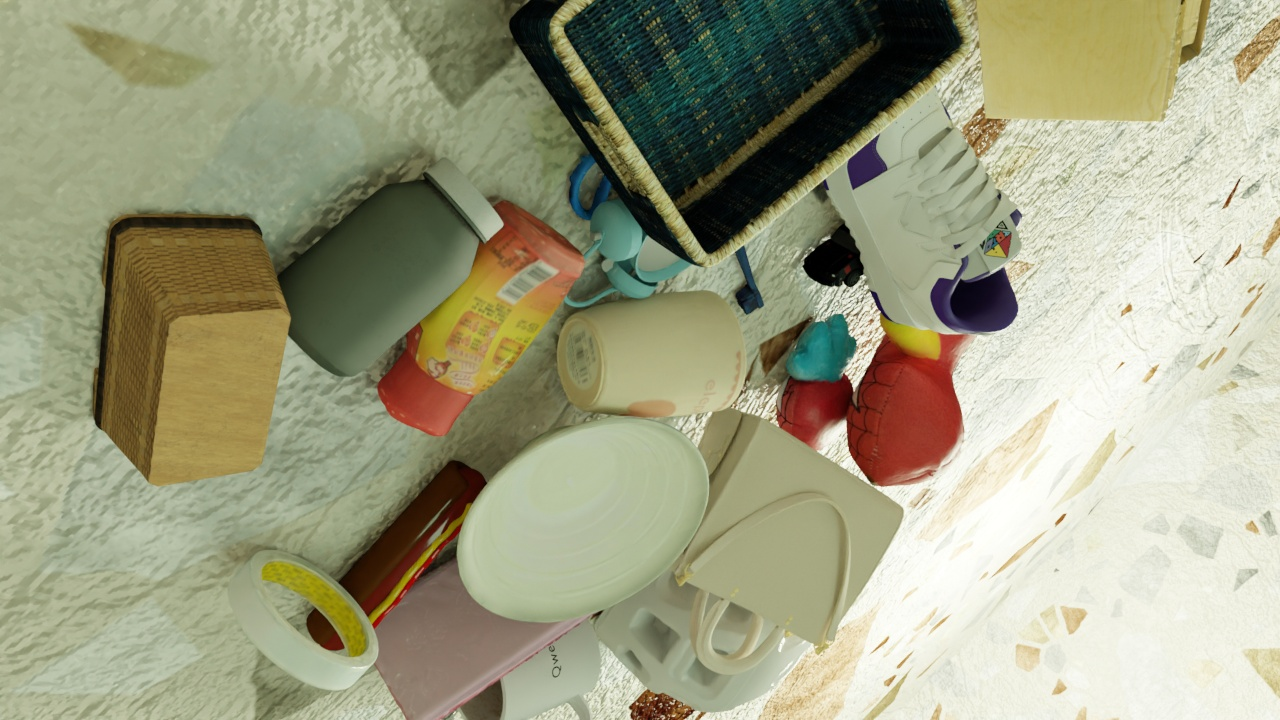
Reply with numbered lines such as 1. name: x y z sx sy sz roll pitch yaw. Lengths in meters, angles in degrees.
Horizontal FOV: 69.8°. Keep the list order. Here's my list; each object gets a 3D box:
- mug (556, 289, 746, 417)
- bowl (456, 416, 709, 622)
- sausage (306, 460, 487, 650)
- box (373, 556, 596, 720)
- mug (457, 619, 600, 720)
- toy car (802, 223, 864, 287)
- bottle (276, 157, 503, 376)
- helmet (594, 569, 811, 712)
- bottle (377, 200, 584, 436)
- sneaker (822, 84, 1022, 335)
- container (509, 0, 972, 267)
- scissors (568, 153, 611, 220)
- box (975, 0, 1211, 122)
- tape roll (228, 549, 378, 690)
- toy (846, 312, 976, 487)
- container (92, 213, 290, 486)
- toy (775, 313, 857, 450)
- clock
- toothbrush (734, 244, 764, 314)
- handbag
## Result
1. mug: -0.004 0.004 0.613 0.104 0.085 0.112 -5 158 -34
2. bowl: -0.044 0.095 0.623 0.176 0.057 0.177 -14 128 -18
3. sausage: -0.158 0.130 0.604 0.155 0.040 0.040 -47 146 2
4. box: -0.088 0.177 0.692 0.232 0.099 0.080 -31 165 -24
5. mug: -0.087 0.266 0.752 0.096 0.119 0.083 -7 146 -44
6. toy car: 0.169 -0.090 0.724 0.091 0.042 0.036 -30 136 -23
7. bottle: -0.121 -0.046 0.441 0.108 0.060 0.060 -42 146 -5
8. helmet: 0.095 0.240 0.944 0.225 0.184 0.281 -55 166 20
9. bottle: -0.092 -0.020 0.509 0.134 0.048 0.071 -52 145 9
10. sneaker: 0.207 -0.109 0.641 0.091 0.111 0.244 -40 128 -16
11. container: 0.052 -0.160 0.450 0.187 0.071 0.145 -40 120 -5
12. scissors: 0.004 -0.137 0.521 0.108 0.018 0.131 -12 135 -44
13. box: 0.306 -0.282 0.592 0.179 0.142 0.248 -53 147 -8
14. tape roll: -0.195 0.150 0.535 0.019 0.094 0.094 -46 146 0
15. toy: 0.243 0.009 0.805 0.147 0.099 0.216 36 67 -51
16. container: -0.196 0.000 0.405 0.063 0.061 0.114 -7 131 -43
17. toy: 0.157 0.022 0.820 0.092 0.062 0.133 -29 128 -49
18. clock: 0.004 -0.071 0.553 0.123 0.042 0.087 -37 157 -6
19. toothbrush: 0.061 -0.087 0.634 0.017 0.016 0.190 -35 146 -4
20. handbag: 0.101 0.167 0.772 0.194 0.101 0.197 32 81 -24
